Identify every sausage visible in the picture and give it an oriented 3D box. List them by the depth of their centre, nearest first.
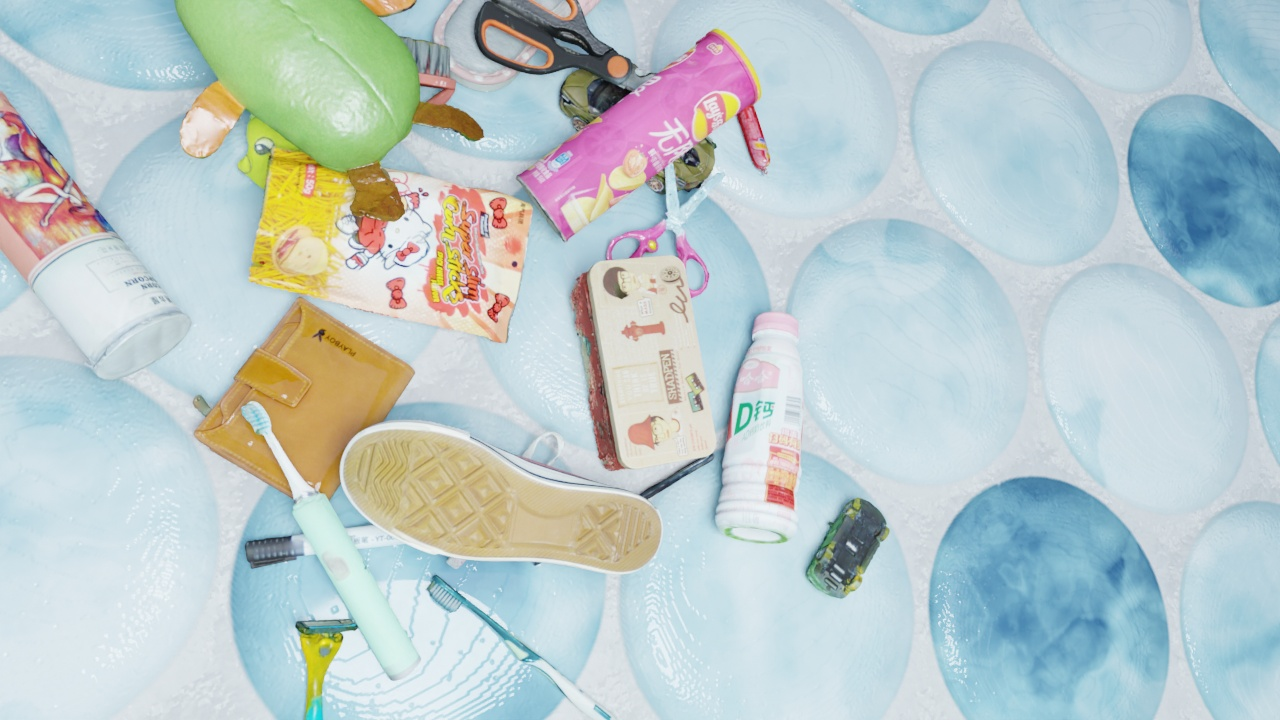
[{"bbox_3d":[0.099,-0.251,0.894,0.020,0.020,0.155,-14,80,-22],"label":"sausage"}]

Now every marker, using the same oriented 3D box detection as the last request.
[{"bbox_3d":[-0.221,0.134,0.677,0.130,0.018,0.022,-3,97,-19],"label":"marker"}]

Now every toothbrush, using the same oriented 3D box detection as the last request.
[{"bbox_3d":[-0.221,0.127,0.652,0.026,0.027,0.224,-28,96,2],"label":"toothbrush"},{"bbox_3d":[-0.086,0.228,0.696,0.191,0.016,0.018,40,76,-3],"label":"toothbrush"},{"bbox_3d":[-0.012,0.117,0.753,0.180,0.016,0.018,-26,75,-22],"label":"toothbrush"}]

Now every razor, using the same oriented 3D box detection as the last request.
[{"bbox_3d":[-0.222,0.248,0.637,0.043,0.028,0.132,14,64,-48],"label":"razor"}]

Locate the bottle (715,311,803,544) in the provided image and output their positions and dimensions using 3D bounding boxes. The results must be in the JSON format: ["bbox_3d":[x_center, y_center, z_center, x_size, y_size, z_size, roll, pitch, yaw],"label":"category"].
[{"bbox_3d":[0.107,0.054,0.785,0.068,0.068,0.196,15,67,-14],"label":"bottle"}]

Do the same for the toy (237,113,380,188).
[{"bbox_3d":[-0.266,-0.168,0.739,0.100,0.031,0.096,43,80,-12],"label":"toy"}]

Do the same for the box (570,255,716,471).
[{"bbox_3d":[-0.004,0.004,0.761,0.091,0.079,0.168,-8,83,-21],"label":"box"}]

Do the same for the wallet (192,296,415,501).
[{"bbox_3d":[-0.255,0.029,0.690,0.119,0.035,0.130,35,67,-13],"label":"wallet"}]

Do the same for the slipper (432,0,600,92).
[{"bbox_3d":[-0.089,-0.356,0.841,0.114,0.055,0.273,38,68,-5],"label":"slipper"}]

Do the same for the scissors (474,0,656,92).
[{"bbox_3d":[-0.040,-0.250,0.810,0.136,0.022,0.235,-45,101,-5],"label":"scissors"}]

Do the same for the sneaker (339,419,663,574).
[{"bbox_3d":[-0.103,0.104,0.687,0.241,0.088,0.118,16,84,-18],"label":"sneaker"}]

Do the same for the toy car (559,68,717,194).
[{"bbox_3d":[-0.003,-0.213,0.838,0.158,0.042,0.070,34,66,-4],"label":"toy car"}]

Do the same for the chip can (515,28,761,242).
[{"bbox_3d":[-0.001,-0.189,0.777,0.210,0.071,0.071,-37,88,-3],"label":"chip can"}]

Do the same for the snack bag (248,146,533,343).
[{"bbox_3d":[-0.193,-0.093,0.727,0.207,0.073,0.128,11,80,-22],"label":"snack bag"}]

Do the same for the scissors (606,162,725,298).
[{"bbox_3d":[0.034,-0.115,0.817,0.133,0.017,0.125,-45,99,-5],"label":"scissors"}]

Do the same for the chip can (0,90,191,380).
[{"bbox_3d":[-0.416,-0.090,0.647,0.071,0.071,0.214,-39,89,-24],"label":"chip can"}]

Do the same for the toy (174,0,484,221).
[{"bbox_3d":[-0.240,-0.217,0.677,0.246,0.090,0.226,45,59,-10],"label":"toy"}]

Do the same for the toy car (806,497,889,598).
[{"bbox_3d":[0.177,0.161,0.791,0.043,0.036,0.091,41,68,-3],"label":"toy car"}]

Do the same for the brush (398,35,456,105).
[{"bbox_3d":[-0.227,-0.237,0.762,0.145,0.063,0.069,4,104,-18],"label":"brush"}]
